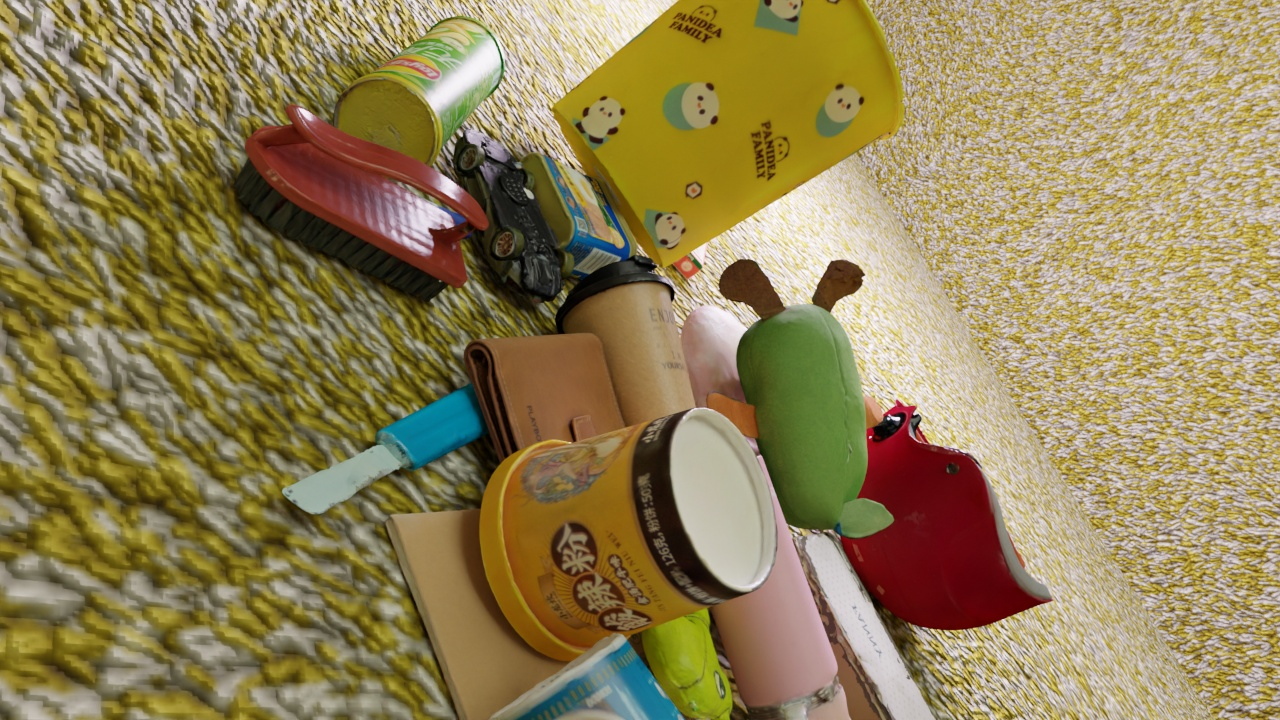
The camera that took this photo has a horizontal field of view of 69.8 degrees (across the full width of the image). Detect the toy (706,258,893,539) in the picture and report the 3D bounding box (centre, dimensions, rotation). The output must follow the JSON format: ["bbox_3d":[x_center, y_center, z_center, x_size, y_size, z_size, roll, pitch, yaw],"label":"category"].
[{"bbox_3d":[0.141,0.032,0.792,0.226,0.090,0.246,1,80,-35],"label":"toy"}]

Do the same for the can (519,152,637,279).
[{"bbox_3d":[-0.061,-0.117,0.769,0.083,0.057,0.102,13,45,-53],"label":"can"}]

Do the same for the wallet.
[{"bbox_3d":[-0.050,0.041,0.576,0.130,0.035,0.119,-7,74,-64],"label":"wallet"}]

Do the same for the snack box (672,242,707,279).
[{"bbox_3d":[0.013,-0.165,1.006,0.156,0.027,0.076,46,24,-16],"label":"snack box"}]

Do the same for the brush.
[{"bbox_3d":[-0.160,-0.095,0.536,0.145,0.069,0.063,27,34,-45],"label":"brush"}]

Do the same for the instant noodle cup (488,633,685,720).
[{"bbox_3d":[-0.010,0.184,0.395,0.110,0.099,0.099,57,24,11],"label":"instant noodle cup"}]

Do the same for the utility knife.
[{"bbox_3d":[-0.115,0.040,0.495,0.034,0.018,0.217,56,22,1],"label":"utility knife"}]

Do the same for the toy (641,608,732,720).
[{"bbox_3d":[0.024,0.165,0.543,0.097,0.031,0.100,51,18,-14],"label":"toy"}]

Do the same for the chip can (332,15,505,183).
[{"bbox_3d":[-0.157,-0.204,0.689,0.072,0.073,0.220,45,25,-19],"label":"chip can"}]

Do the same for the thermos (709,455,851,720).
[{"bbox_3d":[0.079,0.163,0.580,0.087,0.067,0.198,32,39,-79],"label":"thermos"}]

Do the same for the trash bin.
[{"bbox_3d":[0.072,-0.233,0.861,0.229,0.255,0.229,54,-1,1],"label":"trash bin"}]

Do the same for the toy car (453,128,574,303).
[{"bbox_3d":[-0.101,-0.112,0.702,0.070,0.042,0.158,18,42,-53],"label":"toy car"}]

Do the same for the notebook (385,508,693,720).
[{"bbox_3d":[-0.038,0.145,0.508,0.207,0.008,0.147,9,49,-58],"label":"notebook"}]

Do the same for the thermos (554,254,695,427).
[{"bbox_3d":[-0.004,0.004,0.673,0.093,0.093,0.143,13,53,-56],"label":"thermos"}]

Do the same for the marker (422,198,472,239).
[{"bbox_3d":[-0.167,-0.109,0.609,0.145,0.017,0.017,19,41,-53],"label":"marker"}]

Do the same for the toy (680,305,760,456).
[{"bbox_3d":[0.079,0.026,0.833,0.121,0.054,0.159,35,41,-36],"label":"toy"}]

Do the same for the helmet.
[{"bbox_3d":[0.262,0.156,0.887,0.207,0.144,0.239,53,8,-24],"label":"helmet"}]

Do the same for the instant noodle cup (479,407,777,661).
[{"bbox_3d":[-0.001,0.085,0.473,0.118,0.115,0.118,34,44,-41],"label":"instant noodle cup"}]

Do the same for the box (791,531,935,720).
[{"bbox_3d":[0.152,0.222,0.691,0.089,0.061,0.184,13,47,-55],"label":"box"}]
